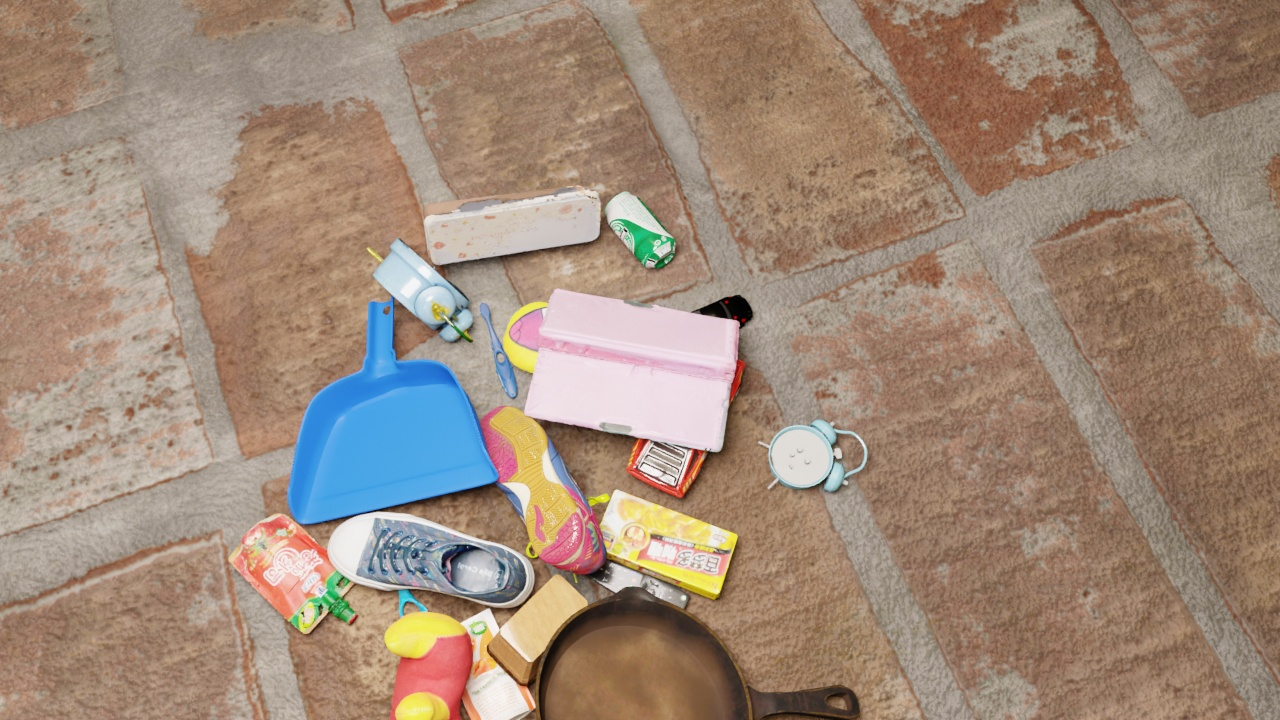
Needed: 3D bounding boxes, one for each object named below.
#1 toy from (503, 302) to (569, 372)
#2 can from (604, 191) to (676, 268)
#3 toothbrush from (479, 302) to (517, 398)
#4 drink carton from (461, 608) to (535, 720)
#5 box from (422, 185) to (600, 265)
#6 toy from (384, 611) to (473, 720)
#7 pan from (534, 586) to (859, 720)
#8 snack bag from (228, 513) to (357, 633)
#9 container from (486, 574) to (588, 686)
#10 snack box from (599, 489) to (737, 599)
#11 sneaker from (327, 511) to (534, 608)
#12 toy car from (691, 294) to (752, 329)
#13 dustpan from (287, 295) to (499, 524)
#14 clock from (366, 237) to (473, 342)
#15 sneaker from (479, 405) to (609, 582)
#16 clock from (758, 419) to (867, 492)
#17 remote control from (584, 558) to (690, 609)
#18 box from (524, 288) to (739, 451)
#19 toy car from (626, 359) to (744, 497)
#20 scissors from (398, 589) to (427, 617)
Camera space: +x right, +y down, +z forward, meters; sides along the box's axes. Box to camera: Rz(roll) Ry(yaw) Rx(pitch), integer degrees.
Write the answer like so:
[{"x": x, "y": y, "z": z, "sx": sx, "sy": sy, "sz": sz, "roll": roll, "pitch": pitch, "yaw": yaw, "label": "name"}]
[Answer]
[{"x": -0.123, "y": -0.028, "z": 1.131, "sx": 0.094, "sy": 0.041, "sz": 0.095, "roll": -1, "pitch": 65, "yaw": 4, "label": "toy"}, {"x": 0.000, "y": -0.166, "z": 1.178, "sx": 0.053, "sy": 0.053, "sz": 0.101, "roll": -35, "pitch": 74, "yaw": -13, "label": "can"}, {"x": -0.177, "y": -0.012, "z": 1.139, "sx": 0.021, "sy": 0.016, "sz": 0.132, "roll": -19, "pitch": 73, "yaw": -7, "label": "toothbrush"}, {"x": -0.171, "y": 0.338, "z": 0.998, "sx": 0.069, "sy": 0.039, "sz": 0.122, "roll": -27, "pitch": 66, "yaw": -11, "label": "drink carton"}, {"x": -0.165, "y": -0.179, "z": 1.157, "sx": 0.216, "sy": 0.095, "sz": 0.107, "roll": -10, "pitch": 40, "yaw": -13, "label": "box"}, {"x": -0.212, "y": 0.366, "z": 0.926, "sx": 0.099, "sy": 0.147, "sz": 0.216, "roll": -5, "pitch": 81, "yaw": -3, "label": "toy"}, {"x": 0.061, "y": 0.361, "z": 0.951, "sx": 0.355, "sy": 0.043, "sz": 0.248, "roll": 7, "pitch": 48, "yaw": -17, "label": "pan"}, {"x": -0.380, "y": 0.244, "z": 1.031, "sx": 0.155, "sy": 0.044, "sz": 0.087, "roll": 38, "pitch": 64, "yaw": 7, "label": "snack bag"}, {"x": -0.106, "y": 0.285, "z": 0.988, "sx": 0.063, "sy": 0.061, "sz": 0.113, "roll": 41, "pitch": 60, "yaw": 14, "label": "container"}, {"x": 0.028, "y": 0.209, "z": 1.044, "sx": 0.152, "sy": 0.025, "sz": 0.075, "roll": 20, "pitch": 61, "yaw": 7, "label": "snack box"}, {"x": -0.233, "y": 0.213, "z": 1.001, "sx": 0.235, "sy": 0.079, "sz": 0.087, "roll": 10, "pitch": 69, "yaw": 8, "label": "sneaker"}, {"x": 0.096, "y": -0.054, "z": 1.145, "sx": 0.091, "sy": 0.036, "sz": 0.042, "roll": -24, "pitch": 71, "yaw": -9, "label": "toy car"}, {"x": -0.295, "y": 0.041, "z": 1.080, "sx": 0.246, "sy": 0.059, "sz": 0.257, "roll": -14, "pitch": 57, "yaw": 8, "label": "dustpan"}, {"x": -0.256, "y": -0.080, "z": 1.110, "sx": 0.162, "sy": 0.118, "sz": 0.060, "roll": 40, "pitch": 85, "yaw": 23, "label": "clock"}, {"x": -0.116, "y": 0.149, "z": 1.042, "sx": 0.116, "sy": 0.091, "sz": 0.241, "roll": -44, "pitch": 49, "yaw": 7, "label": "sneaker"}, {"x": 0.206, "y": 0.112, "z": 1.080, "sx": 0.123, "sy": 0.042, "sz": 0.087, "roll": -8, "pitch": 69, "yaw": -2, "label": "clock"}, {"x": -0.007, "y": 0.255, "z": 1.039, "sx": 0.125, "sy": 0.010, "sz": 0.039, "roll": 23, "pitch": 71, "yaw": 8, "label": "remote control"}, {"x": -0.005, "y": 0.002, "z": 1.061, "sx": 0.233, "sy": 0.059, "sz": 0.179, "roll": 9, "pitch": 58, "yaw": 0, "label": "box"}, {"x": 0.056, "y": 0.067, "z": 1.091, "sx": 0.081, "sy": 0.056, "sz": 0.189, "roll": 25, "pitch": 68, "yaw": 8, "label": "toy car"}, {"x": -0.270, "y": 0.235, "z": 1.046, "sx": 0.132, "sy": 0.015, "sz": 0.110, "roll": 41, "pitch": 78, "yaw": 18, "label": "scissors"}]
